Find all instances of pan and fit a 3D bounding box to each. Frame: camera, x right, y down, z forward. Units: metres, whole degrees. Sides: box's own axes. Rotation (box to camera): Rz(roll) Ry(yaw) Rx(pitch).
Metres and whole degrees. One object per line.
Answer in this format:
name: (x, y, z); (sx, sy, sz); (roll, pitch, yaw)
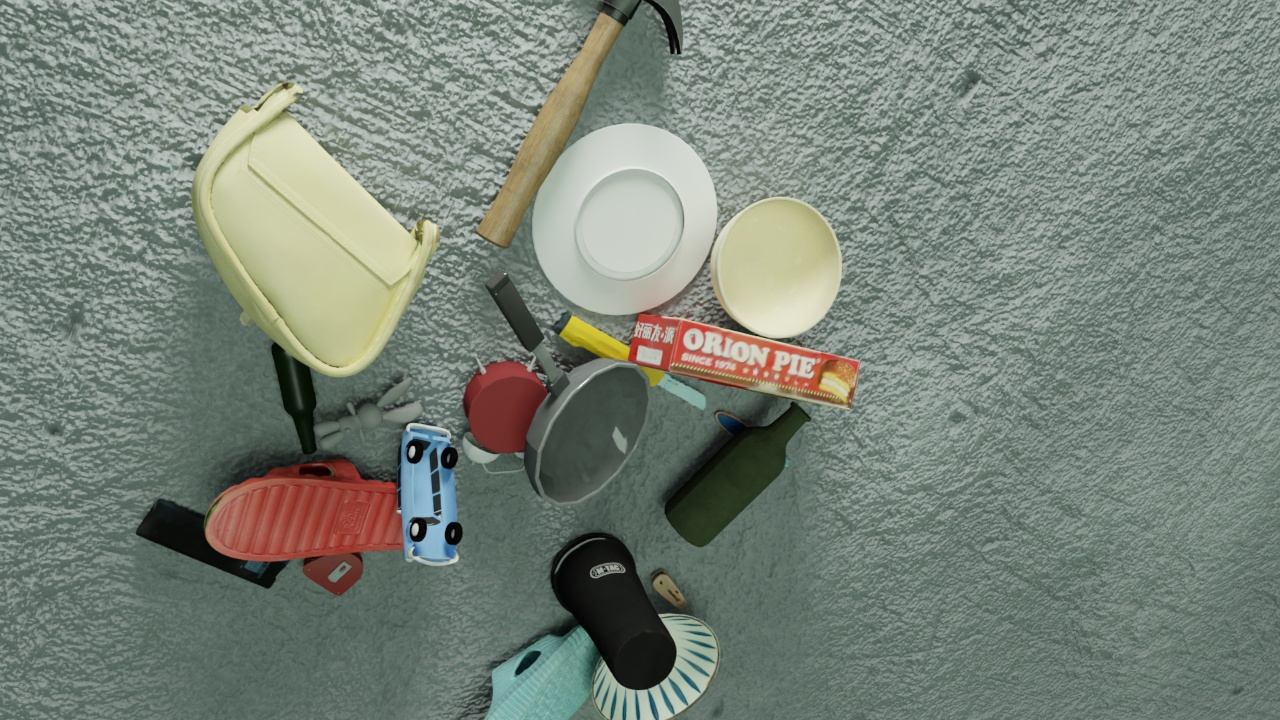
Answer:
pan: (-0.084, 0.025, 0.937); (0.178, 0.041, 0.357); (-48, 147, -17)

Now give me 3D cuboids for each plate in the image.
plate: (-0.012, -0.146, 0.981); (0.208, 0.015, 0.209); (-7, 114, -17)

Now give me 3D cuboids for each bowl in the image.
bowl: (0.009, 0.381, 1.181); (0.177, 0.071, 0.177); (-9, 116, -19)
bowl: (0.138, -0.102, 1.011); (0.150, 0.075, 0.151); (-2, 97, -20)

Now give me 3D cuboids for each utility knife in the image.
utility knife: (-0.006, 0.006, 1.047); (0.217, 0.019, 0.030); (31, 104, -23)

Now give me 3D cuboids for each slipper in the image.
slipper: (-0.148, 0.434, 1.149); (0.275, 0.069, 0.116); (-46, 132, -18)
slipper: (-0.330, 0.155, 0.972); (0.248, 0.059, 0.104); (6, 109, -39)

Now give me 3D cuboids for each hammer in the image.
hammer: (-0.070, -0.247, 0.902); (0.132, 0.040, 0.306); (27, 101, -21)

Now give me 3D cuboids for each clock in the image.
clock: (-0.146, 0.061, 1.002); (0.096, 0.048, 0.138); (-2, 113, -19)

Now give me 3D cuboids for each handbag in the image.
handbag: (-0.308, -0.112, 0.844); (0.190, 0.089, 0.233); (-49, 118, -13)

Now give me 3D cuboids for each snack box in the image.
snack box: (0.116, 0.002, 1.030); (0.236, 0.113, 0.060); (13, 89, -24)

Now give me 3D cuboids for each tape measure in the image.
tape measure: (-0.340, 0.230, 1.021); (0.051, 0.019, 0.059); (-43, 119, 2)

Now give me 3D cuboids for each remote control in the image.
remote control: (-0.448, 0.197, 0.966); (0.150, 0.022, 0.047); (34, 98, -28)

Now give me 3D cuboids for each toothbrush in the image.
toothbrush: (0.142, 0.099, 1.141); (0.135, 0.017, 0.021); (34, 100, -29)

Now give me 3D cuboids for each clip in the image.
clip: (0.037, 0.297, 1.181); (0.025, 0.049, 0.061); (-36, 147, -2)

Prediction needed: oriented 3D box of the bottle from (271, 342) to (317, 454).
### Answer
bottle: (-0.346, 0.038, 0.930); (0.033, 0.033, 0.123); (-9, 115, -16)

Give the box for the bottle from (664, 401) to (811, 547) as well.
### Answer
bottle: (0.121, 0.132, 1.104); (0.071, 0.071, 0.207); (37, 103, -29)

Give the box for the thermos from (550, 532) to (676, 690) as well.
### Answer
thermos: (-0.029, 0.285, 1.049); (0.105, 0.218, 0.106); (-5, 105, -18)

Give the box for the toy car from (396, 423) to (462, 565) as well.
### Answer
toy car: (-0.225, 0.143, 0.965); (0.056, 0.153, 0.055); (16, 145, -42)

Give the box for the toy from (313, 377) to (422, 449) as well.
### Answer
toy: (-0.282, 0.058, 0.955); (0.111, 0.030, 0.049); (-25, 119, -22)
